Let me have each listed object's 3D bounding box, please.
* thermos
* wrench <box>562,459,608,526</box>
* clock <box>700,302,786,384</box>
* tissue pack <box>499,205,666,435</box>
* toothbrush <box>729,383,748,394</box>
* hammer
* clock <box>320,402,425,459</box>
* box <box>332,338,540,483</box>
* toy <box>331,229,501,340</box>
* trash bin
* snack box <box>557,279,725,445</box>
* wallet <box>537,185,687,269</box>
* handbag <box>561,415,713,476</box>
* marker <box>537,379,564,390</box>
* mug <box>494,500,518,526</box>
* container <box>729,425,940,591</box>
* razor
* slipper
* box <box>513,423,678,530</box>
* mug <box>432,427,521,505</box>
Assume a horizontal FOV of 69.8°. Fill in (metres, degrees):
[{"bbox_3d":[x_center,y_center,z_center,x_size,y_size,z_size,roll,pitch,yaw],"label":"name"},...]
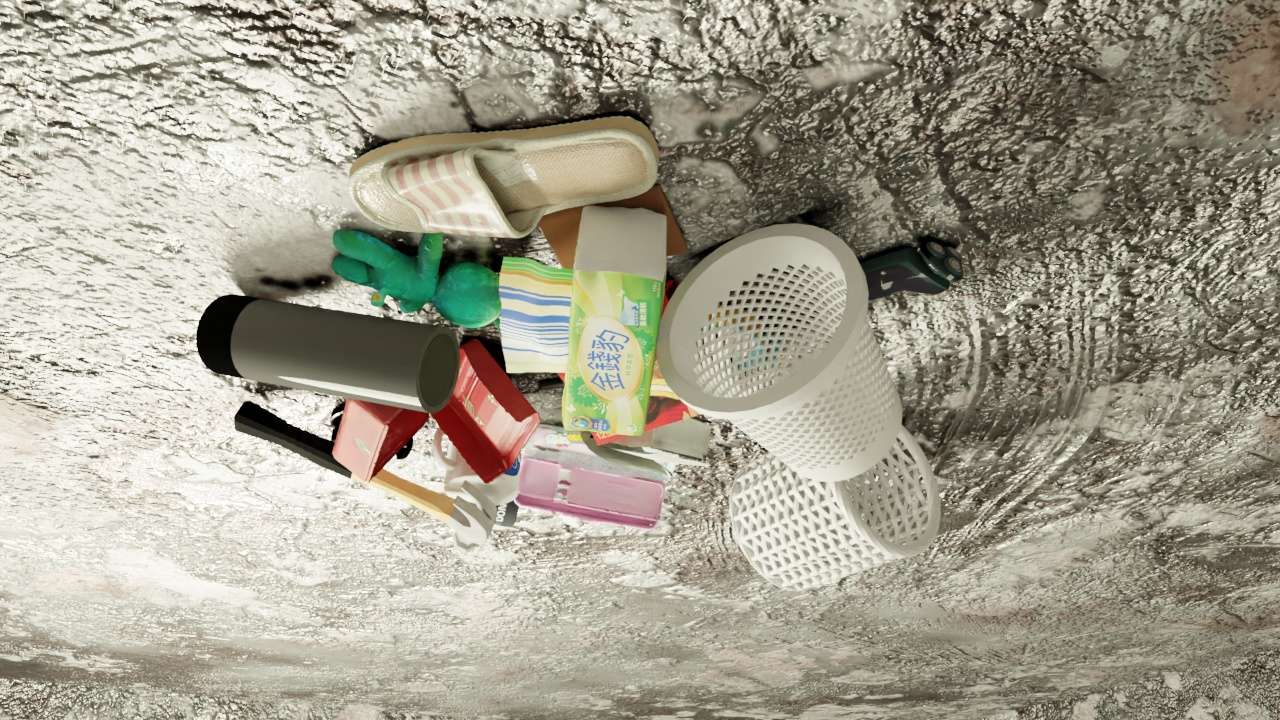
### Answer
[{"bbox_3d":[-0.302,-0.009,0.888,0.241,0.082,0.082,9,151,16],"label":"thermos"},{"bbox_3d":[-0.066,0.180,1.317,0.066,0.018,0.274,5,147,-9],"label":"wrench"},{"bbox_3d":[0.097,-0.014,0.984,0.099,0.043,0.129,-24,134,33],"label":"clock"},{"bbox_3d":[-0.056,-0.035,0.826,0.141,0.120,0.198,5,125,-2],"label":"tissue pack"},{"bbox_3d":[0.103,0.034,1.083,0.181,0.018,0.016,20,142,-29],"label":"toothbrush"},{"bbox_3d":[-0.328,0.135,1.105,0.328,0.039,0.131,26,145,-7],"label":"hammer"},{"bbox_3d":[-0.330,0.091,1.143,0.120,0.042,0.091,3,148,-5],"label":"clock"},{"bbox_3d":[-0.235,0.070,1.002,0.169,0.156,0.157,-27,163,-35],"label":"box"},{"bbox_3d":[-0.198,-0.069,0.870,0.193,0.072,0.131,18,145,-11],"label":"toy"},{"bbox_3d":[0.149,0.011,0.862,0.196,0.195,0.199,-18,139,26],"label":"trash bin"},{"bbox_3d":[-0.006,0.006,0.951,0.152,0.035,0.133,-19,109,27],"label":"snack box"},{"bbox_3d":[-0.026,-0.117,0.841,0.121,0.013,0.087,-10,142,16],"label":"wallet"},{"bbox_3d":[-0.018,0.091,1.097,0.176,0.074,0.151,5,171,31],"label":"handbag"},{"bbox_3d":[-0.047,0.020,1.064,0.152,0.011,0.011,-8,147,12],"label":"marker"},{"bbox_3d":[-0.208,0.178,1.272,0.077,0.071,0.105,9,120,-16],"label":"mug"},{"bbox_3d":[0.241,0.177,1.155,0.189,0.189,0.187,19,144,-29],"label":"container"},{"bbox_3d":[0.235,-0.078,0.883,0.143,0.047,0.052,-15,121,27],"label":"razor"},{"bbox_3d":[-0.115,-0.145,0.758,0.263,0.052,0.115,-7,149,9],"label":"slipper"},{"bbox_3d":[-0.061,0.147,1.217,0.201,0.066,0.154,12,117,-5],"label":"box"},{"bbox_3d":[-0.207,0.118,1.144,0.091,0.090,0.121,-28,139,37],"label":"mug"}]
